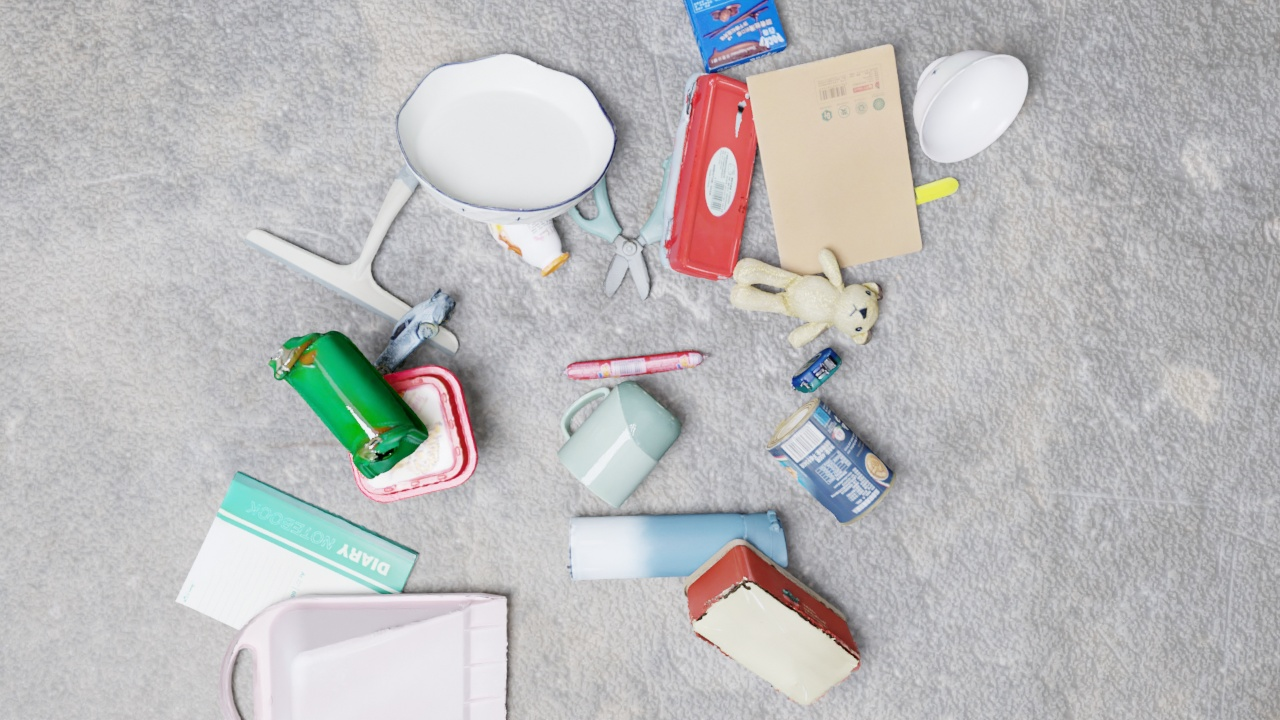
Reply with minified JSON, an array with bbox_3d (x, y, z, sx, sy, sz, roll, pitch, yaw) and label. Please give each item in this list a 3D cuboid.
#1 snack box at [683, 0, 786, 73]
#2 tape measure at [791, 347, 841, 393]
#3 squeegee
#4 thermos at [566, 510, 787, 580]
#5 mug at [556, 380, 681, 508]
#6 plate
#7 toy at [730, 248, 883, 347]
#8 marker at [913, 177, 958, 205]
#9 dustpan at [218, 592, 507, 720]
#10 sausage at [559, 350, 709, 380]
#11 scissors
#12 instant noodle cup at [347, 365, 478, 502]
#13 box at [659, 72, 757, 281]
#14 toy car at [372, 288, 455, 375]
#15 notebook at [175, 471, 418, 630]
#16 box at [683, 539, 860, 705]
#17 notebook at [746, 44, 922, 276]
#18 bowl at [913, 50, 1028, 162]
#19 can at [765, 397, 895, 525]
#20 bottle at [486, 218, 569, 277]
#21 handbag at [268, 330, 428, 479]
[{"bbox_3d":[0.085,-0.380,0.935,0.084,0.026,0.157,-18,91,0],"label":"snack box"},{"bbox_3d":[0.179,0.012,0.927,0.054,0.058,0.025,-41,91,-4],"label":"tape measure"},{"bbox_3d":[-0.242,-0.168,0.931,0.246,0.039,0.246,29,90,-1],"label":"squeegee"},{"bbox_3d":[0.038,0.188,0.925,0.220,0.070,0.070,-1,91,-1],"label":"thermos"},{"bbox_3d":[-0.027,0.072,0.921,0.112,0.082,0.106,40,91,31],"label":"mug"},{"bbox_3d":[-0.129,-0.210,0.885,0.205,0.046,0.204,6,58,-9],"label":"plate"},{"bbox_3d":[0.166,-0.063,0.920,0.157,0.066,0.105,13,97,-8],"label":"toy"},{"bbox_3d":[0.266,-0.163,0.946,0.124,0.015,0.018,-17,98,3],"label":"marker"},{"bbox_3d":[-0.279,0.335,0.941,0.273,0.139,0.222,0,98,-28],"label":"dustpan"},{"bbox_3d":[-0.006,0.006,0.944,0.156,0.020,0.020,-6,91,0],"label":"sausage"},{"bbox_3d":[-0.023,-0.153,0.943,0.177,0.019,0.174,28,92,-2],"label":"scissors"},{"bbox_3d":[-0.215,0.068,0.892,0.116,0.124,0.116,-14,90,0],"label":"instant noodle cup"},{"bbox_3d":[0.067,-0.183,0.920,0.087,0.048,0.201,9,90,-31],"label":"box"},{"bbox_3d":[-0.231,-0.022,0.913,0.037,0.054,0.121,42,107,-11],"label":"toy car"},{"bbox_3d":[-0.354,0.225,0.951,0.209,0.012,0.150,25,90,0],"label":"notebook"},{"bbox_3d":[0.127,0.261,0.886,0.168,0.079,0.091,39,109,-20],"label":"box"},{"bbox_3d":[0.197,-0.196,0.923,0.148,0.008,0.208,-13,104,2],"label":"notebook"},{"bbox_3d":[0.314,-0.264,0.912,0.118,0.118,0.064,-27,51,0],"label":"bowl"},{"bbox_3d":[0.189,0.099,0.919,0.075,0.075,0.111,-45,90,0],"label":"can"},{"bbox_3d":[-0.117,-0.136,0.919,0.063,0.063,0.108,-39,90,0],"label":"bottle"},{"bbox_3d":[-0.247,0.037,0.770,0.068,0.120,0.131,-40,88,-5],"label":"handbag"}]
